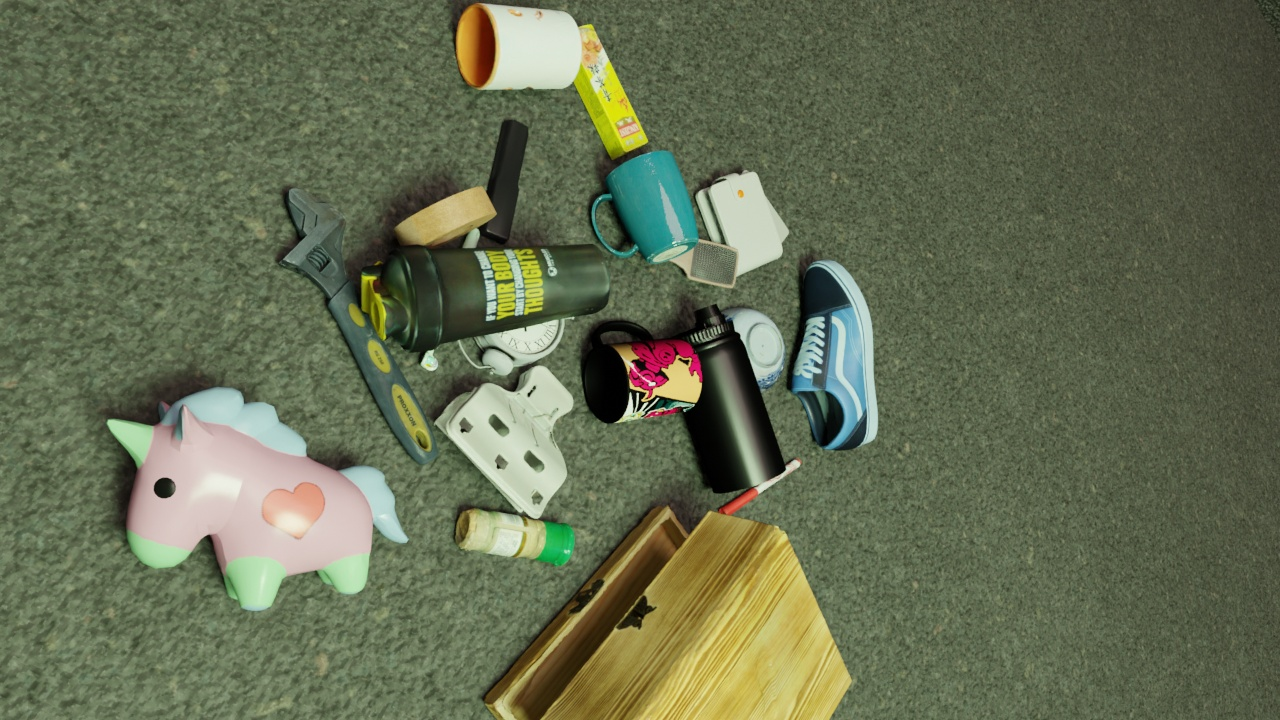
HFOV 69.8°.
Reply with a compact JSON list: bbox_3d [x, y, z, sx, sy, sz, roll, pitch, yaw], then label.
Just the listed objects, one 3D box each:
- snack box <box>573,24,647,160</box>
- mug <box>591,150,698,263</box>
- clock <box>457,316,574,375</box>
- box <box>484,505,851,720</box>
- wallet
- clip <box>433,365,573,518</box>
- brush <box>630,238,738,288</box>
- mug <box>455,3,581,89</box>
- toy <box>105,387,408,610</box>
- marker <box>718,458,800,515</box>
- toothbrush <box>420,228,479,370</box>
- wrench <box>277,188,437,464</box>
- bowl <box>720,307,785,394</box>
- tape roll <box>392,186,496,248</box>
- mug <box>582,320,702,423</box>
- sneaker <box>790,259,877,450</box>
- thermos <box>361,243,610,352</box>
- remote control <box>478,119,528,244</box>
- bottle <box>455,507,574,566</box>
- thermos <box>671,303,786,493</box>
[{"bbox_3d":[-0.044,-0.304,1.040,0.040,0.029,0.148,-32,98,-36],"label":"snack box"},{"bbox_3d":[0.003,-0.159,1.011,0.112,0.084,0.104,-22,83,-1],"label":"mug"},{"bbox_3d":[-0.130,-0.037,0.915,0.122,0.035,0.094,-39,102,-36],"label":"clock"},{"bbox_3d":[0.040,0.327,0.895,0.278,0.192,0.251,-46,121,-34],"label":"box"},{"bbox_3d":[0.133,-0.174,1.133,0.115,0.038,0.118,-26,98,-37],"label":"wallet"},{"bbox_3d":[-0.129,0.073,0.889,0.126,0.102,0.151,50,27,-17],"label":"clip"},{"bbox_3d":[0.054,-0.120,1.060,0.135,0.015,0.050,11,84,-21],"label":"brush"},{"bbox_3d":[-0.126,-0.324,0.954,0.105,0.082,0.082,-12,87,-38],"label":"mug"},{"bbox_3d":[-0.293,0.105,0.727,0.221,0.120,0.171,-2,90,-35],"label":"toy"},{"bbox_3d":[0.143,0.149,1.083,0.141,0.013,0.013,-27,95,-37],"label":"marker"},{"bbox_3d":[-0.184,-0.063,0.895,0.022,0.015,0.154,52,48,-58],"label":"toothbrush"},{"bbox_3d":[-0.255,-0.029,0.832,0.073,0.022,0.273,-33,99,-43],"label":"wrench"},{"bbox_3d":[0.135,-0.013,1.092,0.114,0.045,0.114,9,75,-34],"label":"bowl"},{"bbox_3d":[-0.183,-0.130,0.862,0.093,0.094,0.027,-32,98,-36],"label":"tape roll"},{"bbox_3d":[-0.006,0.006,0.975,0.098,0.082,0.118,-7,56,-36],"label":"mug"},{"bbox_3d":[0.230,-0.006,1.137,0.098,0.084,0.241,-7,87,-37],"label":"sneaker"},{"bbox_3d":[-0.141,-0.065,0.842,0.220,0.098,0.098,-10,85,-29],"label":"thermos"},{"bbox_3d":[-0.139,-0.188,0.955,0.032,0.015,0.136,20,68,-31],"label":"remote control"},{"bbox_3d":[-0.119,0.168,0.873,0.111,0.043,0.043,16,70,-31],"label":"bottle"},{"bbox_3d":[0.090,0.040,1.023,0.086,0.086,0.198,-19,91,-37],"label":"thermos"}]
